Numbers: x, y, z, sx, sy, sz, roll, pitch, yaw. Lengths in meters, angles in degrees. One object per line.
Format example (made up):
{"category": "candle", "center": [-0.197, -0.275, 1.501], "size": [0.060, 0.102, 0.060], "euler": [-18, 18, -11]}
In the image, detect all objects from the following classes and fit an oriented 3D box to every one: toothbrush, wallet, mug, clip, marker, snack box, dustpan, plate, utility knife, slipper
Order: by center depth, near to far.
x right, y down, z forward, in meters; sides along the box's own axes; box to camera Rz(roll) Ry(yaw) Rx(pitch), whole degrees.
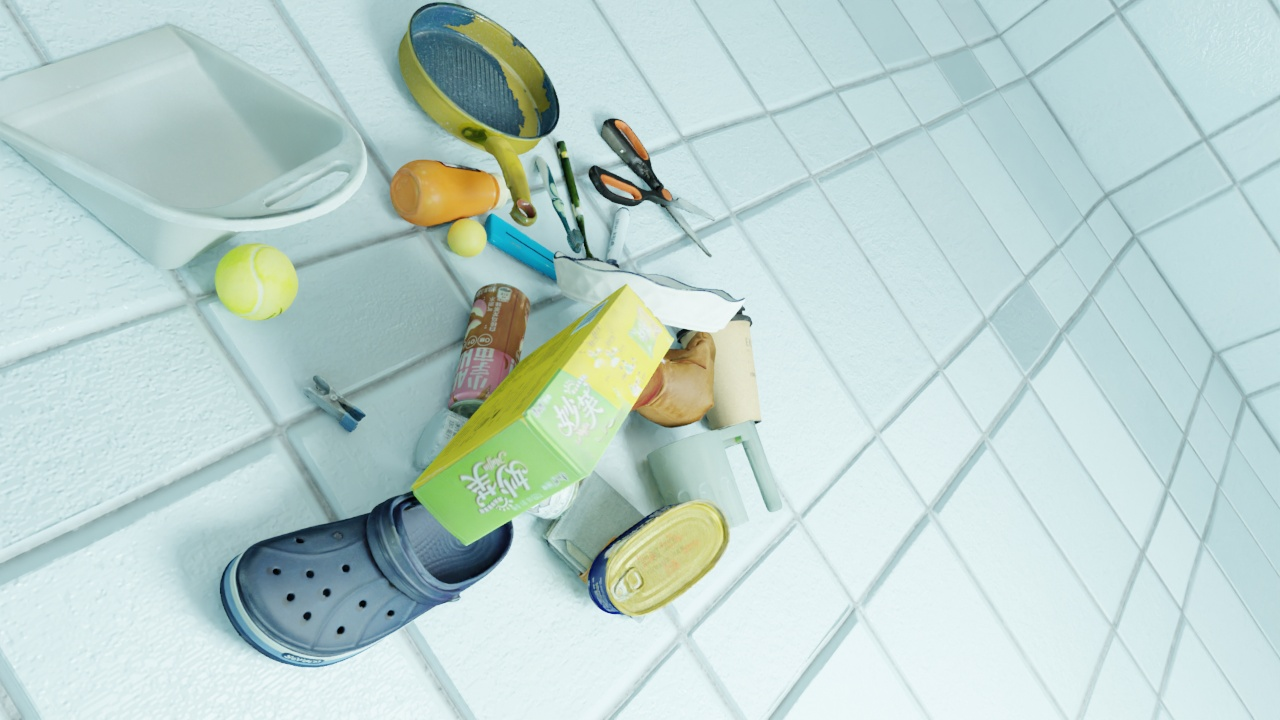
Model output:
{"category": "slipper", "center": [-0.196, 0.163, 0.733], "size": [0.252, 0.095, 0.105], "euler": [-11, 71, -48]}
{"category": "dustpan", "center": [-0.367, -0.194, 0.764], "size": [0.258, 0.143, 0.222], "euler": [49, 43, -8]}
{"category": "snack box", "center": [-0.077, 0.042, 0.769], "size": [0.070, 0.158, 0.209], "euler": [49, 36, -12]}
{"category": "clip", "center": [-0.266, 0.037, 0.797], "size": [0.058, 0.026, 0.036], "euler": [40, 53, -10]}
{"category": "wallet", "center": [-0.027, 0.183, 0.907], "size": [0.129, 0.037, 0.106], "euler": [44, 44, -11]}
{"category": "plate", "center": [0.005, -0.072, 0.976], "size": [0.204, 0.205, 0.045], "euler": [8, 98, -38]}
{"category": "mug", "center": [0.081, 0.130, 0.982], "size": [0.124, 0.084, 0.103], "euler": [-17, 77, -7]}
{"category": "toothbrush", "center": [-0.093, -0.182, 1.040], "size": [0.016, 0.018, 0.191], "euler": [10, 38, -31]}
{"category": "utility knife", "center": [-0.081, -0.097, 1.043], "size": [0.223, 0.018, 0.034], "euler": [30, 50, -26]}
{"category": "toothbrush", "center": [-0.074, -0.186, 1.106], "size": [0.017, 0.012, 0.185], "euler": [6, 61, -46]}
{"category": "marker", "center": [-0.028, -0.137, 1.110], "size": [0.018, 0.023, 0.130], "euler": [52, 38, -43]}

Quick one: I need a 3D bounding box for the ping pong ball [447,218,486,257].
{"category": "ping pong ball", "center": [-0.181, -0.128, 0.957], "size": [0.040, 0.040, 0.040], "euler": [21, 53, -31]}

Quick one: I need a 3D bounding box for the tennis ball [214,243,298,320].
{"category": "tennis ball", "center": [-0.324, -0.066, 0.776], "size": [0.065, 0.066, 0.065], "euler": [21, 53, -31]}

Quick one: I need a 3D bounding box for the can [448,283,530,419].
{"category": "can", "center": [-0.147, -0.004, 0.899], "size": [0.058, 0.058, 0.147], "euler": [27, 50, -27]}

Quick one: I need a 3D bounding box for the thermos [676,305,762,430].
{"category": "thermos", "center": [0.099, 0.010, 1.088], "size": [0.092, 0.093, 0.143], "euler": [-2, 74, -42]}

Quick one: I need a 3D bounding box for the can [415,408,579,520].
{"category": "can", "center": [-0.132, 0.098, 0.850], "size": [0.146, 0.058, 0.058], "euler": [28, 50, -26]}

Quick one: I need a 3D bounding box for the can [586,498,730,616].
{"category": "can", "center": [0.018, 0.187, 0.875], "size": [0.147, 0.049, 0.074], "euler": [-31, 93, -31]}

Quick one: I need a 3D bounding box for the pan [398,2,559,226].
{"category": "pan", "center": [-0.160, -0.265, 1.004], "size": [0.197, 0.078, 0.356], "euler": [16, 50, -36]}

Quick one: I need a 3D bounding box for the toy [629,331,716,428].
{"category": "toy", "center": [-0.006, 0.006, 0.955], "size": [0.199, 0.140, 0.130], "euler": [1, 63, -48]}

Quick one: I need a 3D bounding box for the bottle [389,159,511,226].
{"category": "bottle", "center": [-0.190, -0.178, 0.968], "size": [0.149, 0.067, 0.066], "euler": [-16, 76, -53]}

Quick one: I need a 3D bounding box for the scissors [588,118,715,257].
{"category": "scissors", "center": [0.011, -0.222, 1.191], "size": [0.231, 0.022, 0.221], "euler": [-14, 72, -52]}
